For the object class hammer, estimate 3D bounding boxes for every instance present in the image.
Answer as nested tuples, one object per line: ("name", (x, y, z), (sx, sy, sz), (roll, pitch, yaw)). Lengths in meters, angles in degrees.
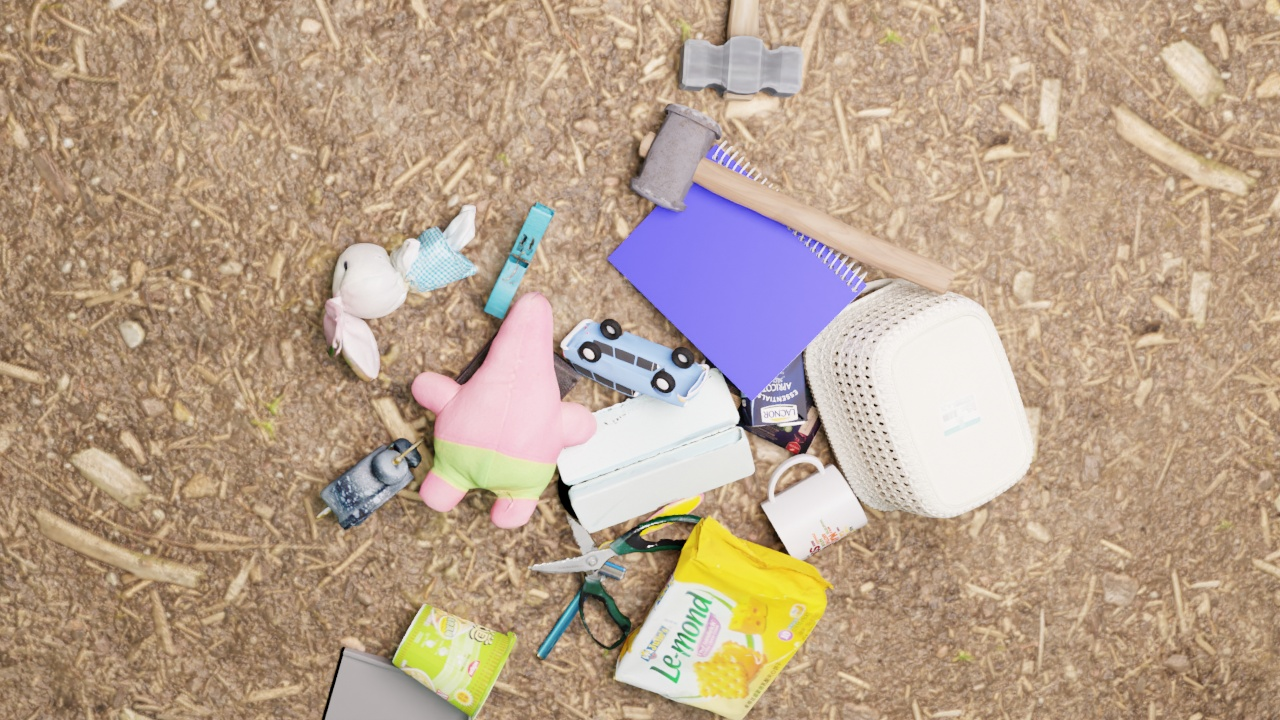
("hammer", (0.106, -0.419, 0.891), (0.117, 0.051, 0.323), (3, 98, -5))
("hammer", (0.148, -0.143, 0.893), (0.328, 0.052, 0.098), (27, 95, 7))

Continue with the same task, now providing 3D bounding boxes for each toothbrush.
("toothbrush", (0.011, 0.182, 1.017), (0.135, 0.016, 0.021), (-29, 97, 2))

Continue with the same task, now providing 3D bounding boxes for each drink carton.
("drink carton", (0.135, 0.005, 0.962), (0.064, 0.040, 0.130), (-5, 87, -5))

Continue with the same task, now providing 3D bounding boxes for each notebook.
("notebook", (0.099, -0.093, 0.934), (0.209, 0.022, 0.172), (45, 97, 8))

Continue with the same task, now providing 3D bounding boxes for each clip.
("clip", (-0.122, -0.097, 0.915), (0.028, 0.113, 0.127), (27, 111, -6))

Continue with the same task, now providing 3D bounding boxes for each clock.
("clock", (-0.272, 0.123, 0.948), (0.129, 0.090, 0.052), (-35, 96, 7))

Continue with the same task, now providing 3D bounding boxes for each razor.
("razor", (-0.074, 0.279, 1.030), (0.042, 0.022, 0.144), (30, 103, -29))

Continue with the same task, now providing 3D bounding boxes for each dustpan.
("dustpan", (-0.235, 0.436, 1.041), (0.257, 0.033, 0.163), (17, 100, -7))

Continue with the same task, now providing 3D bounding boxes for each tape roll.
("tape roll", (-0.044, 0.134, 1.003), (0.093, 0.016, 0.091), (3, 101, -5))

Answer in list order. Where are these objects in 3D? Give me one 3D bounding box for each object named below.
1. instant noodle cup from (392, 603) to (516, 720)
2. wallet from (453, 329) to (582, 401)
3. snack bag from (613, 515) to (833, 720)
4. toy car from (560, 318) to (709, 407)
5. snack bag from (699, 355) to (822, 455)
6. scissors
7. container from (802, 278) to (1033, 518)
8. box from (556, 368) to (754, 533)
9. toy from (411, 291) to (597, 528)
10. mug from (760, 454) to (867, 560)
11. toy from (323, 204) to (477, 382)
("instant noodle cup", (-0.205, 0.321, 0.995), (0.108, 0.099, 0.099), (27, 98, -1))
("wallet", (-0.137, 0.027, 0.971), (0.099, 0.031, 0.120), (40, 102, -12))
("snack bag", (0.086, 0.280, 0.986), (0.159, 0.068, 0.248), (24, 120, -6))
("toy car", (-0.006, 0.005, 0.938), (0.153, 0.056, 0.055), (22, 135, 18))
("snack bag", (0.128, 0.043, 0.997), (0.155, 0.018, 0.074), (26, 96, -8))
("scissors", (-0.025, 0.242, 1.006), (0.201, 0.015, 0.204), (-4, 117, -17))
("container", (0.289, 0.042, 0.946), (0.184, 0.143, 0.246), (-27, 103, -11))
("box", (0.013, 0.099, 0.974), (0.197, 0.075, 0.125), (-20, 83, -1))
("toy", (-0.135, 0.045, 0.918), (0.192, 0.097, 0.237), (16, 95, -6))
("mug", (0.181, 0.154, 0.995), (0.089, 0.073, 0.105), (-30, 102, 2))
("toy", (-0.245, -0.091, 0.909), (0.105, 0.131, 0.205), (44, 83, 9))
